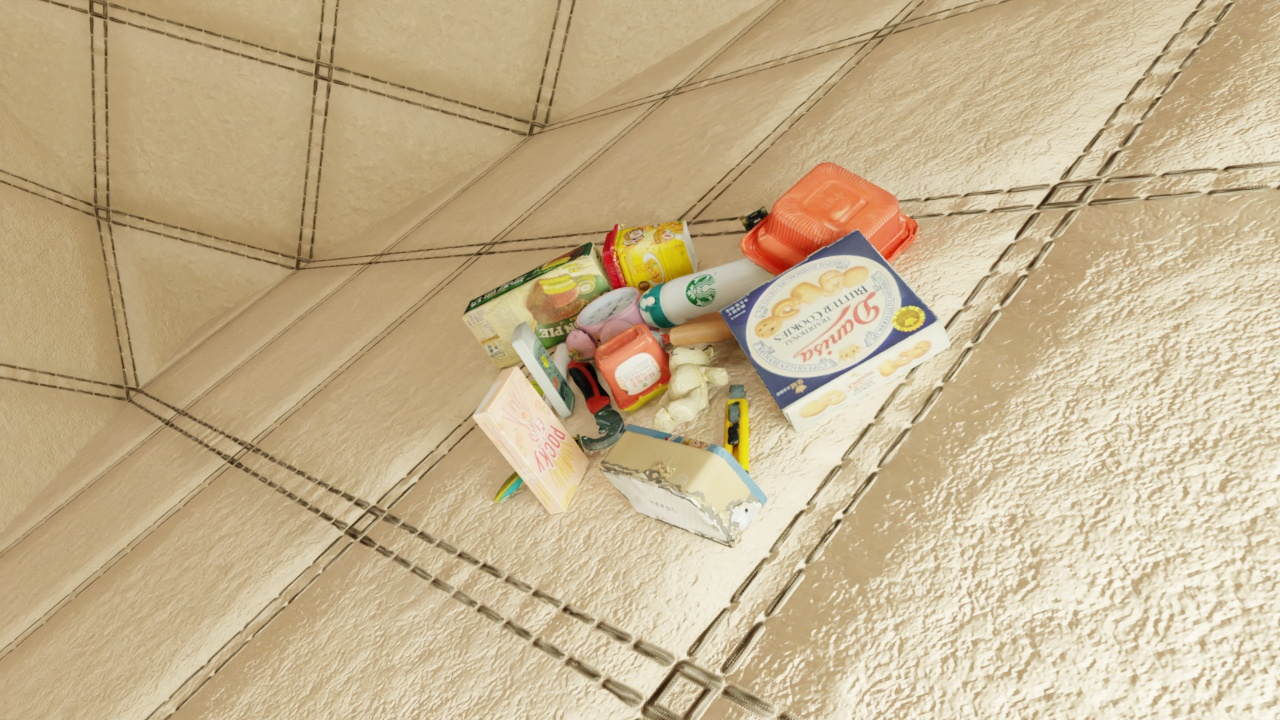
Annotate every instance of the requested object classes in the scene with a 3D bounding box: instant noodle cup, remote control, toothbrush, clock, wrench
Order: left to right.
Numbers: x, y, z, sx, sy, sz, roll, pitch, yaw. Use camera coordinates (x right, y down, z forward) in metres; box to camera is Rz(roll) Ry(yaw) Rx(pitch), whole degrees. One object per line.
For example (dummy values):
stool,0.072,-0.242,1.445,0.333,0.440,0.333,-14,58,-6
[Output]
remote control,-0.128,0.012,1.224,0.019,0.135,0.056,-24,25,14
toothbrush,-0.122,0.040,1.296,0.026,0.027,0.220,9,32,-1
wrench,-0.064,0.050,1.216,0.056,0.016,0.273,-17,24,-4
clock,-0.042,-0.044,1.308,0.117,0.060,0.158,-11,32,33
instant noodle cup,0.018,-0.153,1.395,0.124,0.116,0.116,-13,29,13
instant noodle cup,0.235,-0.166,1.117,0.164,0.079,0.188,35,63,25

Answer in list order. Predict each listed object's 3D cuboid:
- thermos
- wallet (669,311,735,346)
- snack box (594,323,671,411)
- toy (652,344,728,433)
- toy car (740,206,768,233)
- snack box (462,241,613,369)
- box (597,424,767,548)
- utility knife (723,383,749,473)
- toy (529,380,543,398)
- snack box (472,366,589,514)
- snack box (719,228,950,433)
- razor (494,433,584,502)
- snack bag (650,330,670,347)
thermos,0.098,-0.092,1.224,0.225,0.073,0.073,-13,31,37
wallet,0.115,-0.046,1.125,0.132,0.031,0.107,-7,11,28
snack box,-0.007,0.007,1.157,0.091,0.080,0.082,-32,25,2
toy,0.049,0.034,1.059,0.105,0.066,0.156,-40,12,28
toy car,0.178,-0.198,1.362,0.043,0.036,0.091,-26,25,11
snack box,-0.152,-0.085,1.453,0.240,0.114,0.063,-25,25,18
box,0.033,0.119,0.897,0.063,0.090,0.184,-49,30,-18
utility knife,0.100,0.074,0.985,0.033,0.015,0.189,-21,27,18
toy,-0.172,0.068,1.298,0.100,0.031,0.097,-40,32,-8
snack box,-0.122,0.091,1.046,0.026,0.157,0.084,-18,29,33
snack box,0.200,-0.036,0.974,0.178,0.046,0.182,-31,42,4
razor,-0.128,0.135,1.134,0.132,0.028,0.043,-33,28,5
snack bag,-0.002,-0.019,1.229,0.104,0.026,0.048,-21,10,-28
